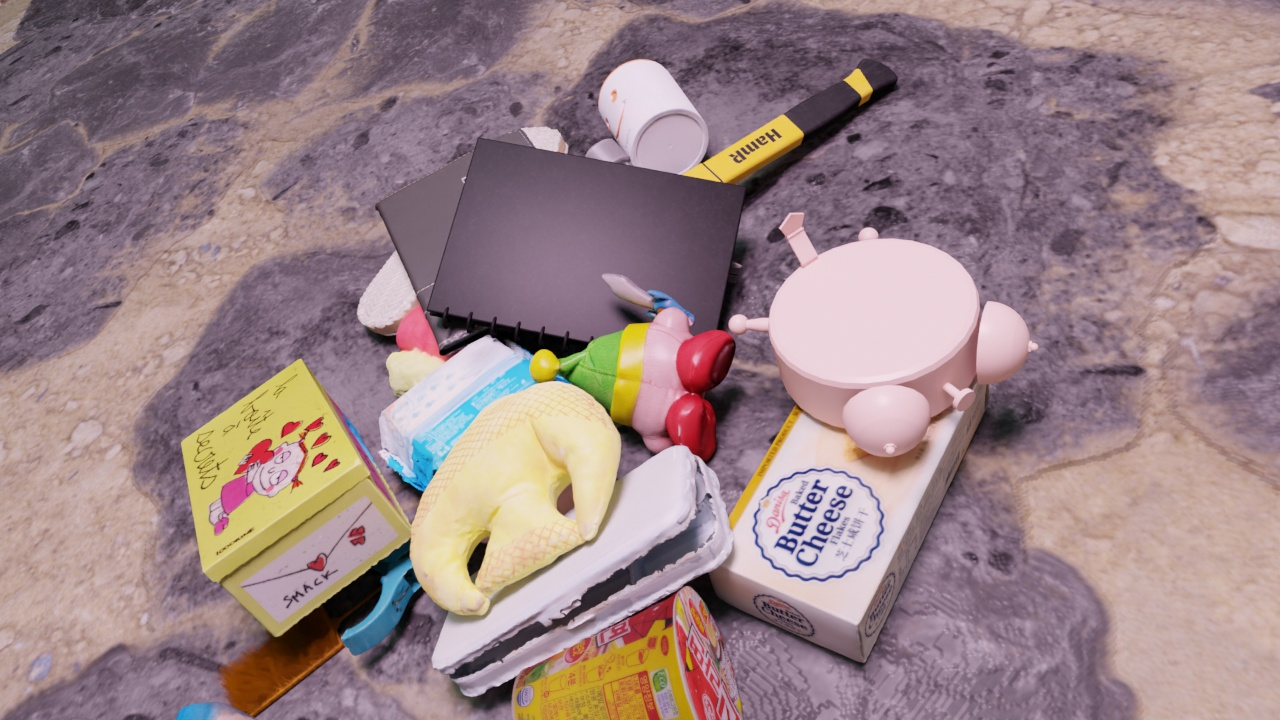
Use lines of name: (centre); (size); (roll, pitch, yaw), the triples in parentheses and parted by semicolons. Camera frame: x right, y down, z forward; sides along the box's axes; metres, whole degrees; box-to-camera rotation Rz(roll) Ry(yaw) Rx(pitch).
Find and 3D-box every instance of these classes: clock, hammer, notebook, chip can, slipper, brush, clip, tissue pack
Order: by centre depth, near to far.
chip can: (-0.264, 0.318, 0.520); (0.080, 0.080, 0.229); (-10, 47, 13)
clock: (0.150, -0.024, 0.588); (0.131, 0.086, 0.160); (-34, 51, -10)
clip: (-0.179, 0.160, 0.648); (0.120, 0.033, 0.118); (-6, 36, 11)
brush: (-0.239, 0.199, 0.656); (0.126, 0.017, 0.048); (-37, 47, -14)
tissue pack: (-0.133, 0.047, 0.722); (0.144, 0.062, 0.093); (-40, 46, -21)
notebook: (-0.043, -0.086, 0.751); (0.231, 0.019, 0.169); (11, 74, 5)
notebook: (-0.135, -0.113, 0.820); (0.169, 0.029, 0.209); (-28, 56, -6)
hammer: (0.119, -0.195, 0.839); (0.323, 0.034, 0.170); (-35, 72, -22)
slipper: (-0.168, -0.125, 0.896); (0.114, 0.054, 0.272); (24, 66, 38)

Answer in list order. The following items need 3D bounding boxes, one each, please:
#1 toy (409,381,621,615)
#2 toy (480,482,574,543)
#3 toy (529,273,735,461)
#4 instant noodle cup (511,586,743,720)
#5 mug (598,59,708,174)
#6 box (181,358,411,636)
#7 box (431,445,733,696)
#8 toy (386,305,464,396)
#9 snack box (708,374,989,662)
toy: (-0.088, 0.082, 0.606); (0.171, 0.064, 0.154); (-37, 42, 12)
toy: (-0.068, 0.100, 0.660); (0.110, 0.047, 0.063); (-14, 35, 14)
toy: (-0.004, 0.004, 0.674); (0.131, 0.096, 0.124); (16, 100, 34)
instant noodle cup: (-0.010, 0.193, 0.526); (0.112, 0.100, 0.100); (-19, 45, 14)
mug: (0.012, -0.237, 0.907); (0.082, 0.082, 0.105); (-25, 47, -2)
box: (-0.266, 0.090, 0.690); (0.124, 0.079, 0.221); (-35, 34, -12)
box: (-0.039, 0.136, 0.584); (0.214, 0.063, 0.118); (-37, 20, 14)
toy: (-0.171, -0.021, 0.807); (0.092, 0.045, 0.134); (14, 61, 23)
snack box: (0.137, 0.077, 0.594); (0.104, 0.057, 0.207); (17, 57, 32)
